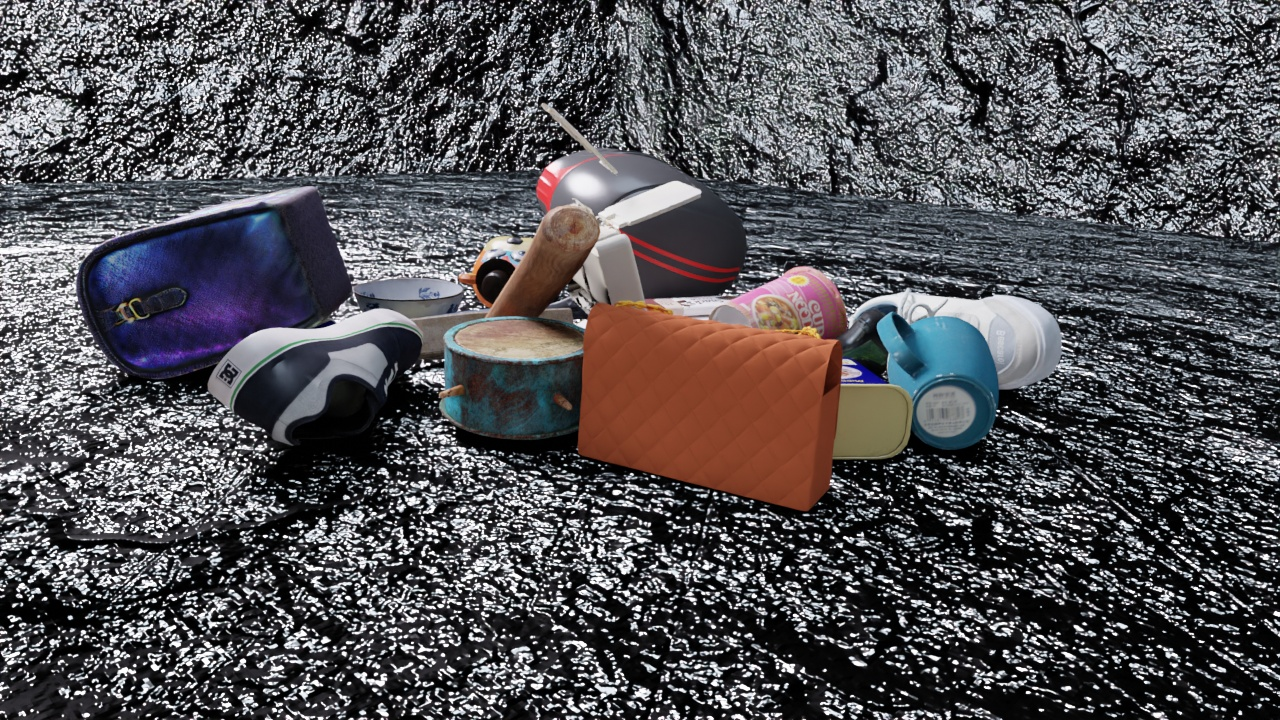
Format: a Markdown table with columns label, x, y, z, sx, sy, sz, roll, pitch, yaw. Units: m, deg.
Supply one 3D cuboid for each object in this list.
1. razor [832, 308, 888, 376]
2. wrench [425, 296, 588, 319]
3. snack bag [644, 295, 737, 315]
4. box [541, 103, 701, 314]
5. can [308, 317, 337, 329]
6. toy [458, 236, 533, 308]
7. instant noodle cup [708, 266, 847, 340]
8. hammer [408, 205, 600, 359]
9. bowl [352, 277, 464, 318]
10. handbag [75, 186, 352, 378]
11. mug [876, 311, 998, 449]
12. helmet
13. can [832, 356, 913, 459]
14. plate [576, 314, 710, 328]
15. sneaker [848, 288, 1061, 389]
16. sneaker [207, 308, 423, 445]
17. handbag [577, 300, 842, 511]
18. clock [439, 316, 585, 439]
| label | x | y | z | sx | sy | sz | roll | pitch | yaw |
| --- | --- | --- | --- | --- | --- | --- | --- | --- | --- |
| razor | 0.175 | -0.008 | 0.843 | 0.151 | 0.067 | 0.054 | -12 | 32 | -20 |
| wrench | -0.137 | -0.043 | 0.925 | 0.273 | 0.022 | 0.073 | -9 | -14 | -9 |
| snack bag | 0.059 | -0.061 | 1.019 | 0.157 | 0.013 | 0.057 | -4 | 18 | -22 |
| box | -0.014 | -0.135 | 0.806 | 0.106 | 0.193 | 0.143 | -21 | 29 | -15 |
| can | -0.302 | -0.014 | 0.843 | 0.032 | 0.032 | 0.095 | 1 | 16 | -5 |
| toy | -0.146 | -0.100 | 1.090 | 0.112 | 0.096 | 0.175 | 6 | 27 | 8 |
| instant noodle cup | 0.126 | -0.032 | 0.880 | 0.108 | 0.098 | 0.098 | -18 | 25 | -35 |
| hammer | -0.100 | -0.055 | 0.755 | 0.157 | 0.037 | 0.302 | -4 | -13 | -21 |
| bowl | -0.245 | -0.055 | 0.973 | 0.114 | 0.045 | 0.114 | 2 | 16 | -1 |
| handbag | -0.401 | -0.076 | 0.857 | 0.222 | 0.125 | 0.204 | -16 | 17 | -3 |
| mug | 0.228 | 0.010 | 0.718 | 0.112 | 0.085 | 0.104 | 44 | 24 | -8 |
| helmet | 0.011 | -0.150 | 1.100 | 0.264 | 0.164 | 0.169 | 18 | 21 | -25 |
| can | 0.134 | 0.033 | 0.702 | 0.116 | 0.056 | 0.092 | 0 | 15 | -8 |
| plate | 0.041 | -0.036 | 0.994 | 0.230 | 0.021 | 0.229 | 2 | 16 | -1 |
| sneaker | 0.288 | -0.021 | 0.882 | 0.090 | 0.089 | 0.242 | -8 | 12 | -19 |
| sneaker | -0.217 | 0.018 | 0.694 | 0.079 | 0.084 | 0.235 | 41 | 13 | 5 |
| handbag | 0.046 | 0.023 | 0.624 | 0.172 | 0.109 | 0.060 | 11 | 18 | 27 |
| clock | -0.089 | 0.010 | 0.713 | 0.121 | 0.073 | 0.157 | 5 | 19 | 4 |
